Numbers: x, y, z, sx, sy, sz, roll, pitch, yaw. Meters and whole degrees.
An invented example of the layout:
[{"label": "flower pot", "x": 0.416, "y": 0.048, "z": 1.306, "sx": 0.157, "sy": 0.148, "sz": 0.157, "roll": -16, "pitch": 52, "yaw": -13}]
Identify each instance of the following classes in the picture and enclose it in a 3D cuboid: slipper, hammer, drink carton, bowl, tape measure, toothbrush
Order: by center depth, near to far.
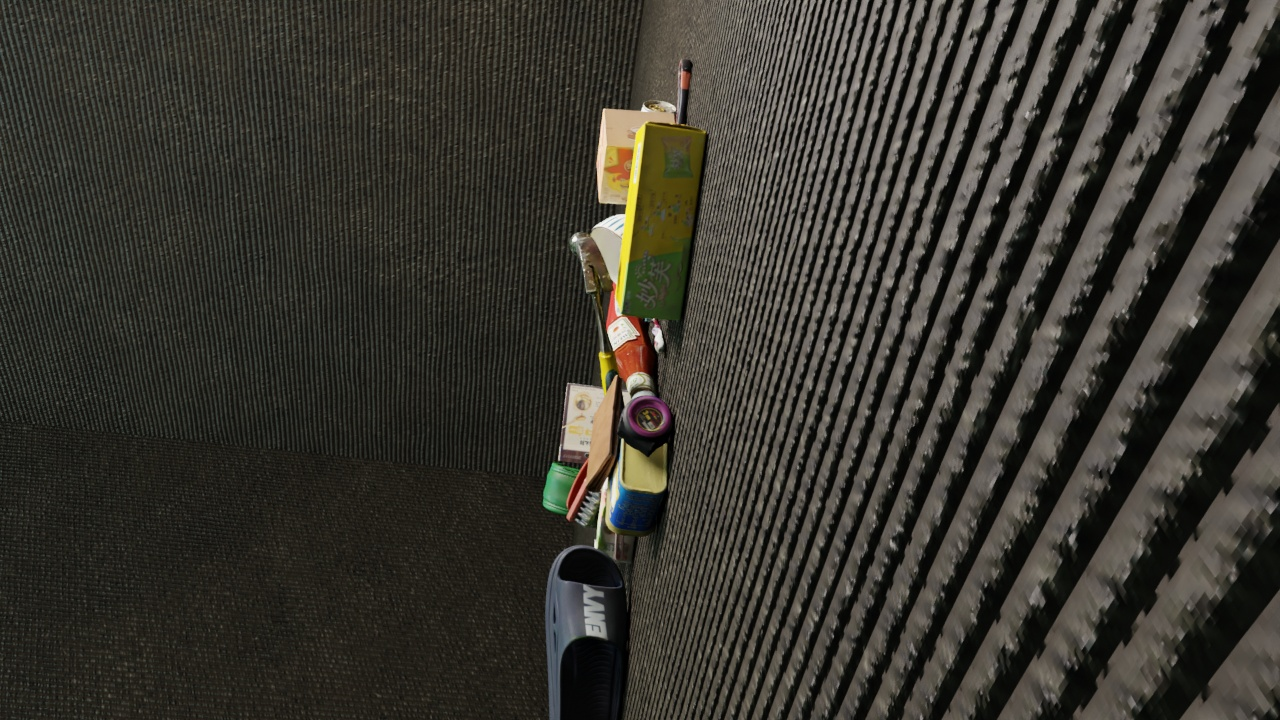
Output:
[{"label": "tape measure", "x": 0.005, "y": 0.069, "z": 0.975, "sx": 0.057, "sy": 0.057, "sz": 0.039, "roll": -49, "pitch": -13, "yaw": -30}, {"label": "hammer", "x": -0.040, "y": 0.009, "z": 1.131, "sx": 0.126, "sy": 0.032, "sz": 0.323, "roll": -122, "pitch": 22, "yaw": -70}, {"label": "slipper", "x": -0.059, "y": 0.370, "z": 1.162, "sx": 0.083, "sy": 0.110, "sz": 0.267, "roll": 151, "pitch": 122, "yaw": -64}, {"label": "bowl", "x": -0.004, "y": -0.143, "z": 1.197, "sx": 0.066, "sy": 0.116, "sz": 0.117, "roll": -40, "pitch": -12, "yaw": -20}, {"label": "toothbrush", "x": 0.018, "y": -0.038, "z": 1.205, "sx": 0.187, "sy": 0.017, "sz": 0.016, "roll": -98, "pitch": 14, "yaw": -74}, {"label": "drink carton", "x": -0.030, "y": 0.213, "z": 1.226, "sx": 0.045, "sy": 0.053, "sz": 0.123, "roll": -94, "pitch": 11, "yaw": -64}]

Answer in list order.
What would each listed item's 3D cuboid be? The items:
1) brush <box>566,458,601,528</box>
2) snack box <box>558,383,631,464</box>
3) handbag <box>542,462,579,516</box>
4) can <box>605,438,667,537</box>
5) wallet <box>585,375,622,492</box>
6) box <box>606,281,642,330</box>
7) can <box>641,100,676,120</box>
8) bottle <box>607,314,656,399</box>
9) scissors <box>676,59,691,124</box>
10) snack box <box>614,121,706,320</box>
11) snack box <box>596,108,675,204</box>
[{"label": "brush", "x": -0.052, "y": 0.160, "z": 1.274, "sx": 0.069, "sy": 0.063, "sz": 0.146, "roll": 33, "pitch": 100, "yaw": 41}, {"label": "snack box", "x": -0.069, "y": 0.104, "z": 1.473, "sx": 0.053, "sy": 0.113, "sz": 0.125, "roll": 142, "pitch": 135, "yaw": -85}, {"label": "handbag", "x": -0.078, "y": 0.201, "z": 1.372, "sx": 0.120, "sy": 0.131, "sz": 0.068, "roll": 104, "pitch": -178, "yaw": -86}, {"label": "can", "x": -0.003, "y": 0.128, "z": 1.007, "sx": 0.083, "sy": 0.057, "sz": 0.101, "roll": 105, "pitch": 170, "yaw": -47}, {"label": "wallet", "x": -0.040, "y": 0.085, "z": 1.049, "sx": 0.115, "sy": 0.020, "sz": 0.101, "roll": 118, "pitch": 159, "yaw": -59}, {"label": "box", "x": -0.015, "y": -0.113, "z": 1.445, "sx": 0.154, "sy": 0.074, "sz": 0.201, "roll": -86, "pitch": 5, "yaw": -75}, {"label": "can", "x": 0.019, "y": -0.313, "z": 1.360, "sx": 0.053, "sy": 0.053, "sz": 0.133, "roll": -90, "pitch": 8, "yaw": -54}, {"label": "bottle", "x": -0.007, "y": 0.007, "z": 1.211, "sx": 0.205, "sy": 0.059, "sz": 0.060, "roll": -104, "pitch": 20, "yaw": -59}, {"label": "scissors", "x": 0.050, "y": -0.298, "z": 1.210, "sx": 0.225, "sy": 0.015, "sz": 0.189, "roll": -99, "pitch": 17, "yaw": -70}, {"label": "snack box", "x": 0.019, "y": -0.159, "z": 1.048, "sx": 0.157, "sy": 0.070, "sz": 0.210, "roll": -109, "pitch": 25, "yaw": -79}, {"label": "snack box", "x": -0.005, "y": -0.258, "z": 1.173, "sx": 0.095, "sy": 0.092, "sz": 0.077, "roll": 102, "pitch": 168, "yaw": -51}]
